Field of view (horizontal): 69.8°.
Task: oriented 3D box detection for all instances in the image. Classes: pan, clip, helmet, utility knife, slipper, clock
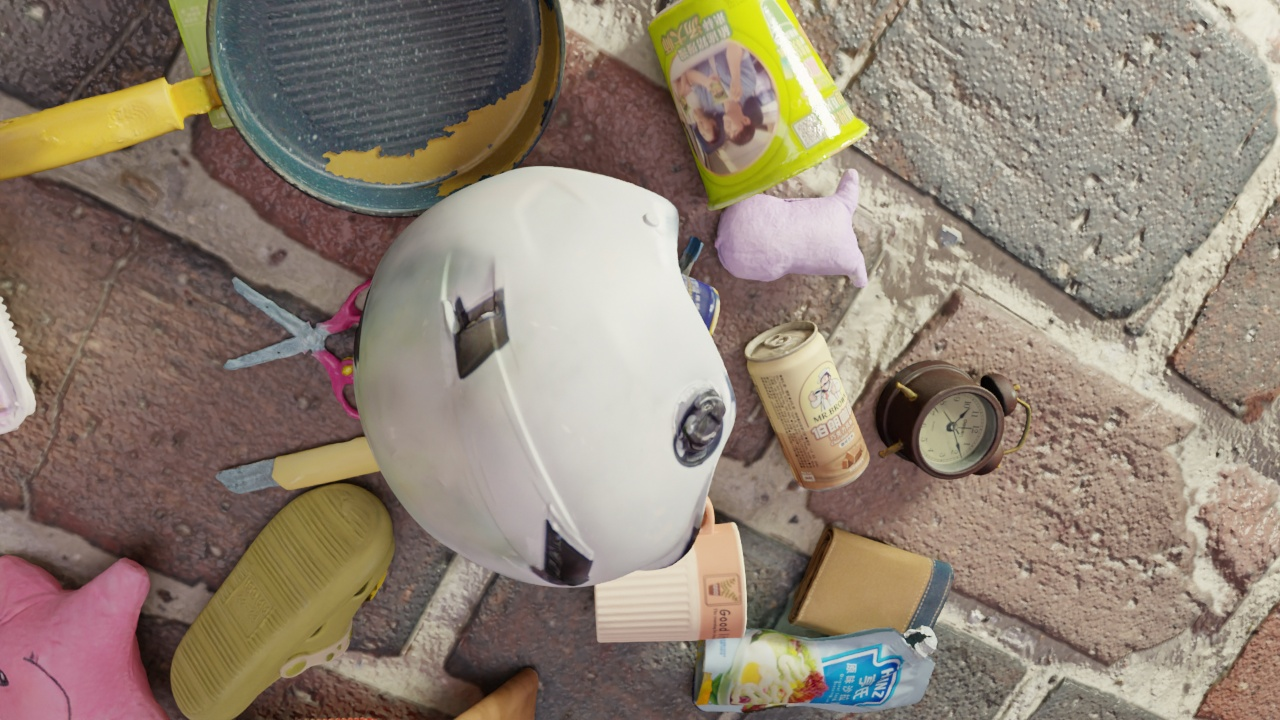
[{"bbox_3d":[-0.211,-0.150,0.501,0.357,0.078,0.198,-17,127,-13],"label":"pan"},{"bbox_3d":[0.023,-0.060,0.641,0.045,0.027,0.058,4,110,-19],"label":"clip"},{"bbox_3d":[-0.075,0.023,0.525,0.145,0.229,0.259,-18,107,-44],"label":"helmet"},{"bbox_3d":[-0.199,0.065,0.640,0.188,0.020,0.031,-13,90,-12],"label":"utility knife"},{"bbox_3d":[-0.240,0.171,0.642,0.190,0.091,0.081,-47,148,-3],"label":"slipper"},{"bbox_3d":[0.238,0.046,0.693,0.122,0.055,0.082,5,105,-13],"label":"clock"}]

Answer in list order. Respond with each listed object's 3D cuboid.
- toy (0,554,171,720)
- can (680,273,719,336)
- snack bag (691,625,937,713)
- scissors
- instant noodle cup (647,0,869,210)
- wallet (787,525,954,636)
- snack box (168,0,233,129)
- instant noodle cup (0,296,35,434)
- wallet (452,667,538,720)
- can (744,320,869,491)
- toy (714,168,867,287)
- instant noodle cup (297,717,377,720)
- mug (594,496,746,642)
[{"bbox_3d":[-0.393,0.226,0.622,0.179,0.074,0.194,-6,96,15],"label":"toy"},{"bbox_3d":[-0.004,0.004,0.619,0.049,0.074,0.148,22,119,-18],"label":"can"},{"bbox_3d":[0.139,0.247,0.730,0.191,0.038,0.110,2,120,-4],"label":"snack bag"},{"bbox_3d":[-0.213,-0.018,0.617,0.133,0.017,0.131,40,99,-15],"label":"scissors"},{"bbox_3d":[0.066,-0.174,0.574,0.111,0.111,0.123,-28,102,-1],"label":"instant noodle cup"},{"bbox_3d":[0.186,0.189,0.741,0.115,0.033,0.090,19,100,-14],"label":"wallet"},{"bbox_3d":[-0.234,-0.224,0.543,0.085,0.026,0.156,-15,108,-5],"label":"snack box"},{"bbox_3d":[-0.463,-0.013,0.550,0.173,0.060,0.138,-13,108,-7],"label":"instant noodle cup"},{"bbox_3d":[-0.118,0.305,0.696,0.020,0.101,0.115,18,111,31],"label":"wallet"},{"bbox_3d":[0.121,0.034,0.667,0.058,0.058,0.116,-26,110,-2],"label":"can"},{"bbox_3d":[0.104,-0.089,0.638,0.108,0.039,0.084,-4,93,-4],"label":"toy"},{"bbox_3d":[-0.251,0.339,0.684,0.188,0.079,0.165,2,106,-12],"label":"instant noodle cup"},{"bbox_3d":[0.019,0.149,0.668,0.106,0.081,0.115,-3,106,-2],"label":"mug"}]
